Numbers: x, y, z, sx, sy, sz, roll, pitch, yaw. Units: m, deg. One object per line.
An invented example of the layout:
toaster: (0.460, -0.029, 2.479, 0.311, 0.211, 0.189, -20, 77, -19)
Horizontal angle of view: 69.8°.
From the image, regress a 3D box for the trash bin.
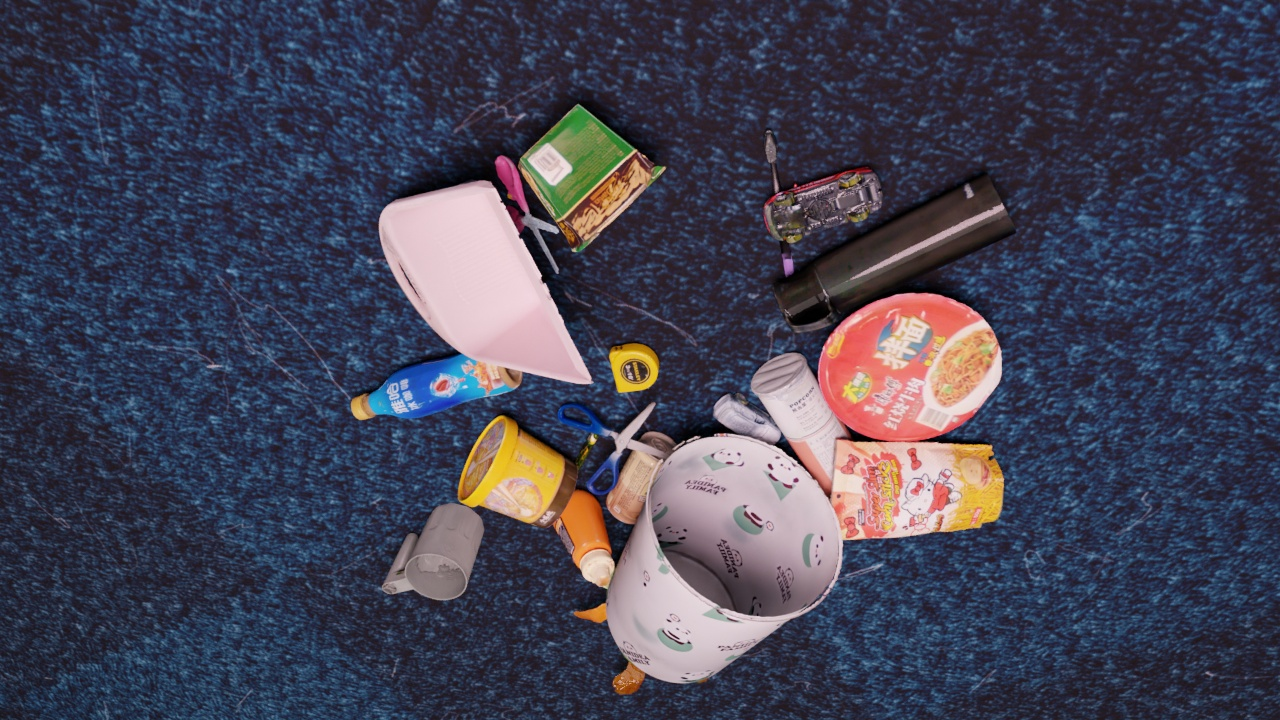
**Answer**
trash bin: (0.080, 0.250, 1.088, 0.229, 0.228, 0.253, 19, 138, -5)

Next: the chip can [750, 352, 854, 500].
chip can: (0.213, 0.093, 1.090, 0.071, 0.071, 0.215, -26, 116, 21)

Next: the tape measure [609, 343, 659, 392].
tape measure: (-0.006, 0.006, 1.086, 0.057, 0.028, 0.060, -7, 121, 12)

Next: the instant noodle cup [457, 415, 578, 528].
instant noodle cup: (-0.150, 0.145, 1.146, 0.114, 0.118, 0.119, 29, 121, -22)

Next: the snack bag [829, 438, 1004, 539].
snack bag: (0.318, 0.153, 1.081, 0.207, 0.073, 0.129, 0, 105, -14)

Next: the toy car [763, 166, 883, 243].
toy car: (0.187, -0.162, 0.945, 0.121, 0.045, 0.053, -17, 118, 10)

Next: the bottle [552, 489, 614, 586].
bottle: (-0.067, 0.229, 1.161, 0.066, 0.149, 0.067, -10, 125, -15)

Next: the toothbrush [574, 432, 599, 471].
toothbrush: (-0.093, 0.152, 1.197, 0.017, 0.012, 0.186, -5, 135, -43)

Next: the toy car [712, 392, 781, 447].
toy car: (0.130, 0.075, 1.112, 0.090, 0.034, 0.043, 32, 117, -15)

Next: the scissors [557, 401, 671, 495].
scissors: (-0.033, 0.102, 1.119, 0.176, 0.012, 0.163, 26, 121, 21)

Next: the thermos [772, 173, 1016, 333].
thermos: (0.260, -0.099, 0.949, 0.243, 0.089, 0.068, -27, 128, 21)

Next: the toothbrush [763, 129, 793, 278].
toothbrush: (0.149, -0.154, 0.973, 0.014, 0.016, 0.189, -8, 123, 10)

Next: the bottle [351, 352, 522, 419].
bottle: (-0.251, 0.030, 1.111, 0.219, 0.065, 0.065, -16, 119, 17)

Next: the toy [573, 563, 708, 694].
toy: (0.017, 0.363, 1.277, 0.227, 0.089, 0.247, -6, 118, 10)

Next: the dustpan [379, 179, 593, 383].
dustpan: (-0.180, -0.072, 0.954, 0.138, 0.273, 0.222, -28, 113, -6)

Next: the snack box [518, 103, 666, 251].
snack box: (-0.059, -0.185, 0.909, 0.118, 0.117, 0.105, -45, 102, -2)

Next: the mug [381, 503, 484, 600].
mug: (-0.279, 0.260, 1.238, 0.124, 0.103, 0.084, -15, 120, 17)

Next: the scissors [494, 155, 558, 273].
scissors: (-0.120, -0.148, 0.959, 0.133, 0.017, 0.134, 62, 156, -6)

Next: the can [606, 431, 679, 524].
can: (0.003, 0.149, 1.159, 0.058, 0.058, 0.117, 22, 123, -8)

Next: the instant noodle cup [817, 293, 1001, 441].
instant noodle cup: (0.295, -0.003, 1.022, 0.194, 0.065, 0.194, 4, 122, 6)
